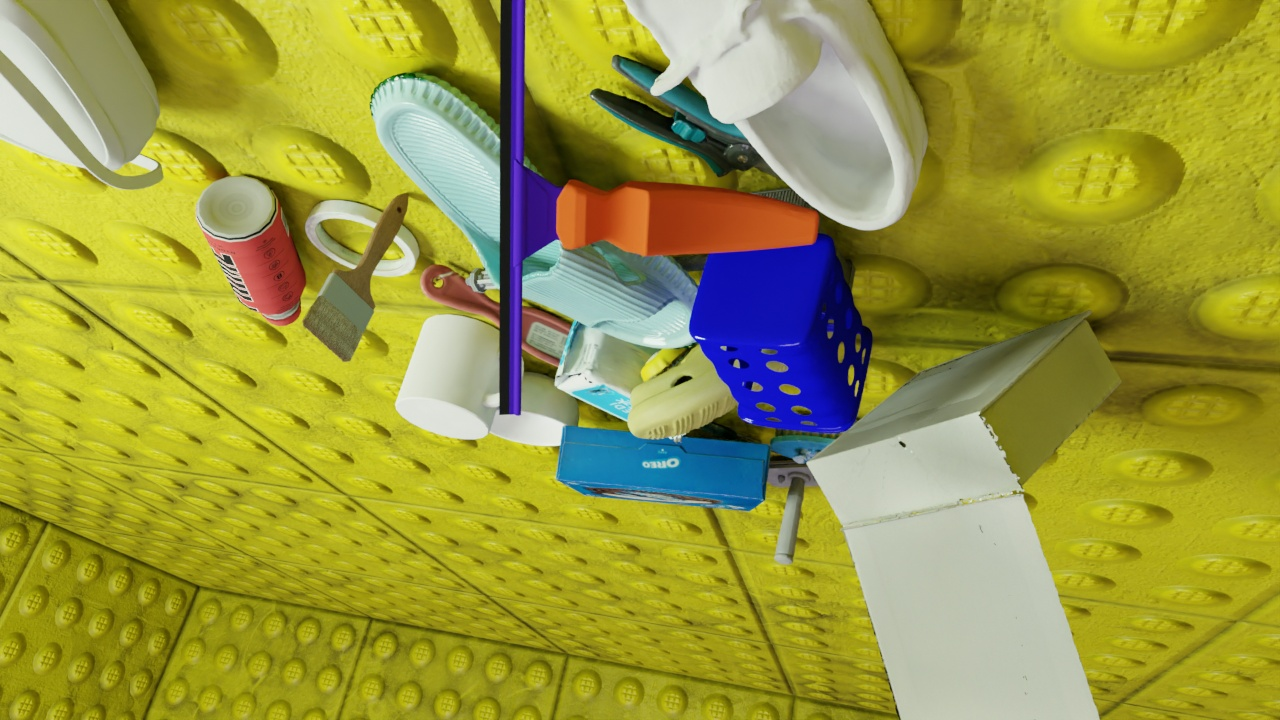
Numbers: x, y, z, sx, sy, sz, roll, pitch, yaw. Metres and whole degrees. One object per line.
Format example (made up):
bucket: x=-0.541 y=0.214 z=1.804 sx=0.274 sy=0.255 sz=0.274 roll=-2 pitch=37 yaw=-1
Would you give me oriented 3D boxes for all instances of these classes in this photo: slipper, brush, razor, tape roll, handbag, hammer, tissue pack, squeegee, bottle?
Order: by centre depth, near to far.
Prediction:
slipper: x=0.066 y=-0.152 z=0.469 sx=0.112 sy=0.074 sz=0.246 roll=-27 pitch=134 yaw=31
squeegee: x=0.011 y=-0.084 z=0.542 sx=0.185 sy=0.250 sz=0.055 roll=3 pitch=-161 yaw=1
handbag: x=-0.435 y=-0.198 z=0.582 sx=0.223 sy=0.095 sz=0.216 roll=16 pitch=152 yaw=7
slipper: x=-0.072 y=-0.080 z=0.619 sx=0.276 sy=0.069 sz=0.116 roll=39 pitch=151 yaw=-21
brush: x=-0.197 y=-0.068 z=0.664 sx=0.008 sy=0.142 sz=0.045 roll=-5 pitch=141 yaw=30
hammer: x=-0.009 y=-0.070 z=0.696 sx=0.323 sy=0.044 sz=0.098 roll=-1 pitch=151 yaw=32
slipper: x=0.068 y=-0.007 z=0.706 sx=0.190 sy=0.081 sz=0.091 roll=-27 pitch=171 yaw=-2
tape roll: x=-0.231 y=-0.100 z=0.764 sx=0.093 sy=0.013 sz=0.093 roll=10 pitch=154 yaw=5
tissue pack: x=-0.005 y=0.005 z=0.778 sx=0.144 sy=0.092 sz=0.062 roll=30 pitch=152 yaw=-30
bottle: x=-0.325 y=-0.083 z=0.788 sx=0.062 sy=0.062 sz=0.177 roll=14 pitch=154 yaw=-2
brush: x=-0.119 y=-0.037 z=0.816 sx=0.172 sy=0.041 sz=0.030 roll=27 pitch=168 yaw=-25
brush: x=0.192 y=0.094 z=0.885 sx=0.136 sy=0.075 sz=0.055 roll=8 pitch=153 yaw=10
razor: x=0.164 y=0.163 z=0.988 sx=0.088 sy=0.116 sz=0.047 roll=-7 pitch=143 yaw=35

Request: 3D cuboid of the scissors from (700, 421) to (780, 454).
scissors: x=0.055 y=0.060 z=0.926 sx=0.155 sy=0.015 sz=0.209 roll=19 pitch=177 yaw=36

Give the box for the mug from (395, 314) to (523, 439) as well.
mug: x=-0.165 y=0.016 z=0.878 sx=0.121 sy=0.090 sz=0.091 roll=-2 pitch=150 yaw=29

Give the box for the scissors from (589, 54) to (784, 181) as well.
scissors: x=0.036 y=-0.137 z=0.557 sx=0.139 sy=0.019 sz=0.129 roll=-1 pitch=146 yaw=19

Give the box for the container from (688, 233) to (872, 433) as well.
container: x=0.092 y=-0.017 z=0.592 sx=0.085 sy=0.084 sz=0.113 roll=3 pitch=152 yaw=28

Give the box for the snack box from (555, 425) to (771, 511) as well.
snack box: x=0.027 y=0.116 z=0.948 sx=0.195 sy=0.056 sz=0.239 roll=5 pitch=168 yaw=5

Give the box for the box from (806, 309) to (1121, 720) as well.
box: x=0.187 y=0.188 z=0.589 sx=0.148 sy=0.504 sz=0.167 roll=28 pitch=152 yaw=-20

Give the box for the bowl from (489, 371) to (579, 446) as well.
bowl: x=-0.115 y=0.047 z=0.956 sx=0.105 sy=0.054 sz=0.105 roll=7 pitch=157 yaw=3
